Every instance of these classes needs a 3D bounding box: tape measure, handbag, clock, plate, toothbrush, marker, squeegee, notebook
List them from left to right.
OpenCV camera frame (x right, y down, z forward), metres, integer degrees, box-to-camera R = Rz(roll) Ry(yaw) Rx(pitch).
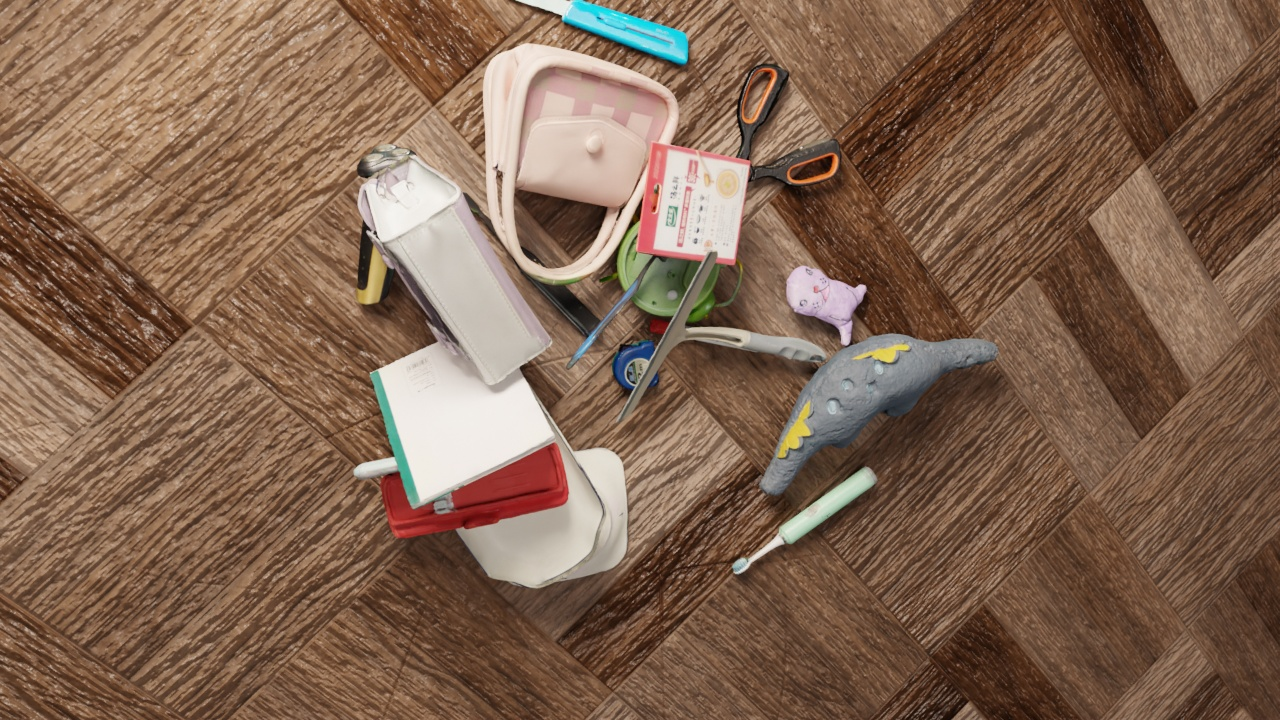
[{"bbox_3d":[-0.188,-0.089,0.908,0.098,0.145,0.197,-32,130,-6],"label":"handbag"},{"bbox_3d":[-0.188,0.045,0.939,0.150,0.209,0.012,-25,135,-8],"label":"notebook"},{"bbox_3d":[-0.150,0.127,1.026,0.162,0.034,0.266,-32,97,5],"label":"plate"},{"bbox_3d":[-0.124,-0.105,1.017,0.212,0.027,0.026,45,43,-19],"label":"toothbrush"},{"bbox_3d":[-0.091,0.190,1.087,0.163,0.034,0.164,-7,104,-15],"label":"plate"},{"bbox_3d":[-0.073,-0.195,0.954,0.193,0.093,0.234,4,105,-37],"label":"handbag"},{"bbox_3d":[-0.019,-0.062,1.005,0.016,0.014,0.189,37,93,-35],"label":"toothbrush"},{"bbox_3d":[-0.006,0.006,1.076,0.054,0.025,0.058,-12,108,-13],"label":"tape measure"},{"bbox_3d":[0.043,-0.107,1.045,0.161,0.056,0.116,18,99,-16],"label":"clock"},{"bbox_3d":[0.081,-0.029,1.100,0.145,0.017,0.017,10,99,-19],"label":"marker"},{"bbox_3d":[0.119,-0.022,1.077,0.246,0.039,0.247,5,129,-31],"label":"squeegee"},{"bbox_3d":[0.212,0.209,1.189,0.224,0.026,0.027,-34,131,-7],"label":"toothbrush"}]

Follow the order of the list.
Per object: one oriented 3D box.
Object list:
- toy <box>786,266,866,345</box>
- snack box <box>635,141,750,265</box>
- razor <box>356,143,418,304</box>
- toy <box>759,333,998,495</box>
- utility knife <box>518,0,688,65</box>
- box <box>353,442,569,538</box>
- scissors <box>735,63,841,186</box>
[{"bbox_3d":[0.222,-0.073,1.119,0.108,0.039,0.083,23,74,-21],"label":"toy"},{"bbox_3d":[0.046,-0.163,0.965,0.127,0.044,0.113,4,99,-31],"label":"snack box"},{"bbox_3d":[-0.270,-0.140,0.950,0.067,0.062,0.167,-3,111,-49],"label":"razor"},{"bbox_3d":[0.288,0.038,1.141,0.356,0.091,0.138,-29,121,-7],"label":"toy"},{"bbox_3d":[-0.044,-0.365,0.987,0.209,0.018,0.034,12,99,-18],"label":"utility knife"},{"bbox_3d":[-0.183,0.128,0.959,0.201,0.099,0.112,-12,98,3],"label":"box"},{"bbox_3d":[0.130,-0.236,1.069,0.220,0.021,0.231,-1,104,-12],"label":"scissors"}]
